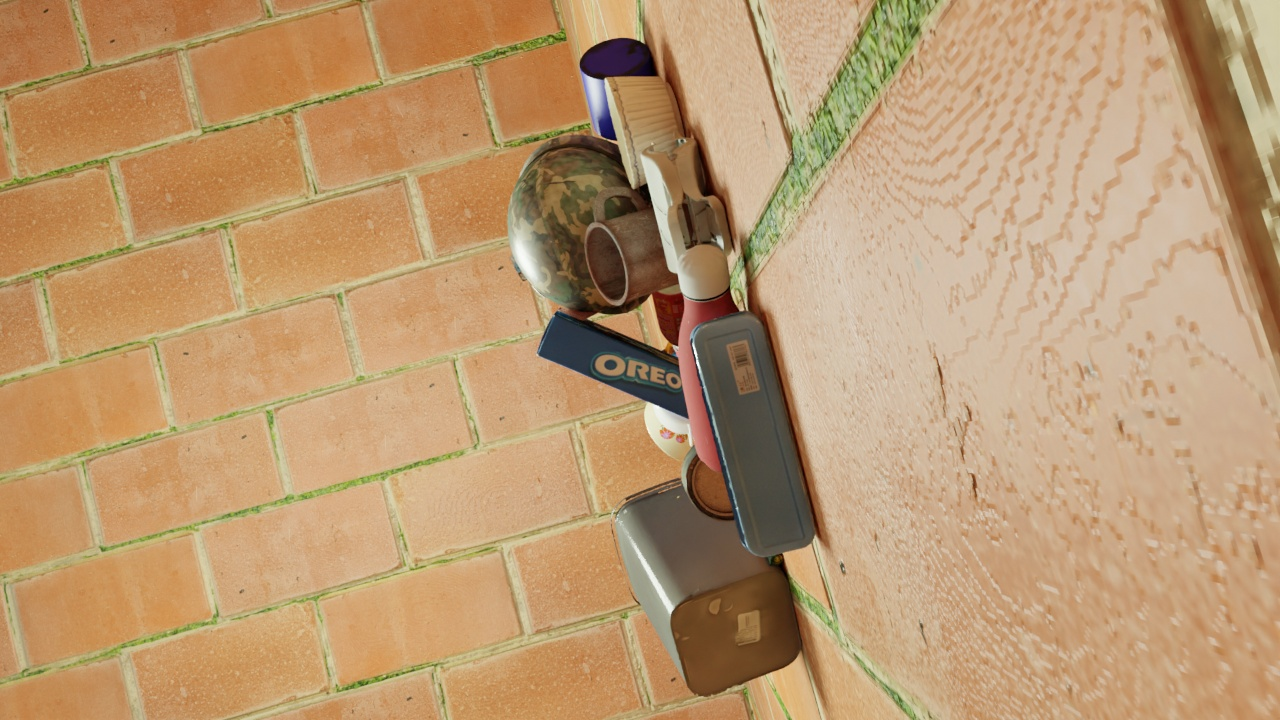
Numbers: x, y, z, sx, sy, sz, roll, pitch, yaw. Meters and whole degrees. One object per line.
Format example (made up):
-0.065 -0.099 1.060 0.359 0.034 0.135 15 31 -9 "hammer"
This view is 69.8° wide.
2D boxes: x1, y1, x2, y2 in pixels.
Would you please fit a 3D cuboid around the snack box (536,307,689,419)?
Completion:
-0.007 0.007 1.148 0.195 0.239 0.056 -115 48 -83 "snack box"

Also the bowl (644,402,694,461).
0.075 0.083 1.369 0.074 0.117 0.117 -45 48 38 "bowl"

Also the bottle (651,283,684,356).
0.053 -0.056 1.216 0.138 0.062 0.062 75 179 -48 "bottle"

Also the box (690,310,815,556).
0.094 0.063 0.783 0.052 0.067 0.210 -62 -42 -81 "box"

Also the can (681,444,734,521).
0.093 0.131 1.035 0.074 0.090 0.090 174 81 -89 "can"

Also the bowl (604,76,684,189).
0.007 -0.241 0.947 0.115 0.062 0.115 160 95 -89 "bowl"

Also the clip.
0.036 -0.136 0.860 0.150 0.089 0.125 -86 -19 -61 "clip"

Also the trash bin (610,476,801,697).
0.089 0.286 1.186 0.220 0.197 0.197 -123 17 -65 "trash bin"

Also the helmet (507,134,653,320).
-0.062 -0.158 1.109 0.235 0.193 0.224 -80 -33 -52 "helmet"

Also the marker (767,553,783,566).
0.146 0.195 1.128 0.146 0.017 0.017 -108 3 -55 "marker"

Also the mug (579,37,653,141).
-0.012 -0.300 1.039 0.111 0.079 0.084 40 158 33 "mug"

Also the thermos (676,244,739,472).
0.071 0.000 0.840 0.073 0.073 0.240 -107 2 -51 "thermos"

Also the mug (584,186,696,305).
0.001 -0.131 0.975 0.096 0.110 0.123 -24 86 60 "mug"

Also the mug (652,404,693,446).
0.064 0.063 1.294 0.068 0.094 0.115 82 -179 -70 "mug"

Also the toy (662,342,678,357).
0.064 -0.040 1.380 0.102 0.070 0.090 -86 4 -46 "toy"
